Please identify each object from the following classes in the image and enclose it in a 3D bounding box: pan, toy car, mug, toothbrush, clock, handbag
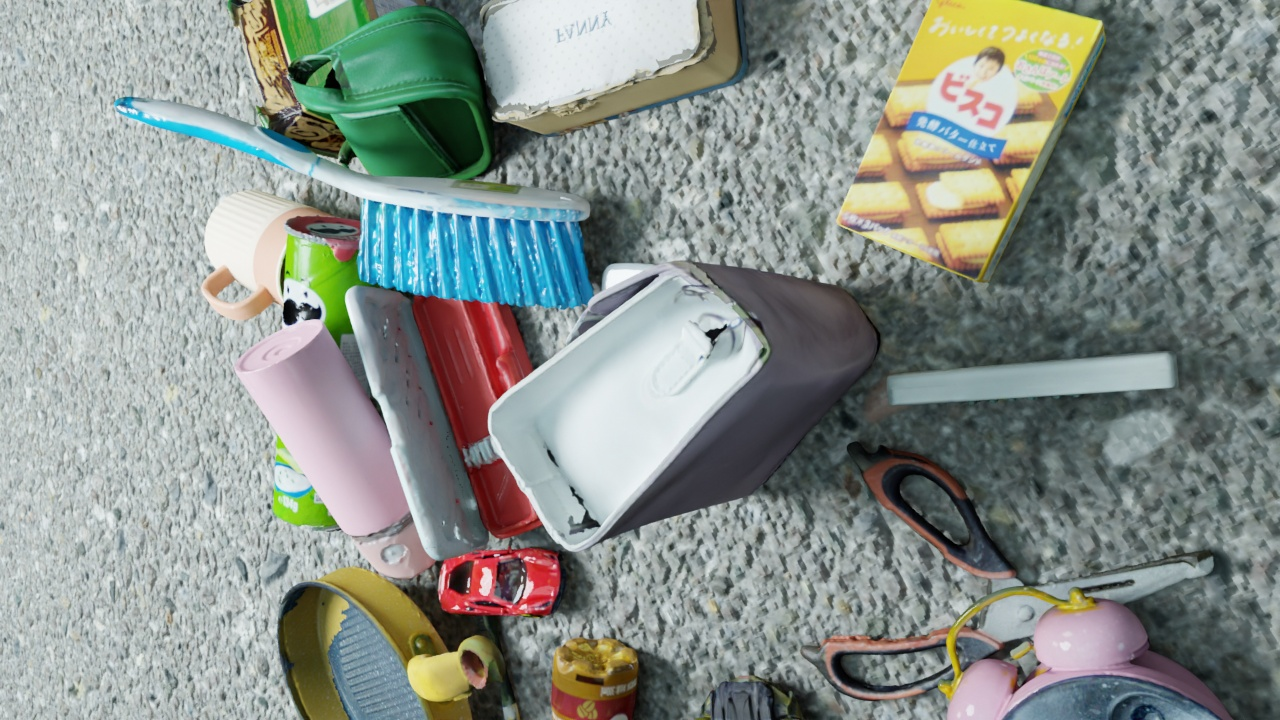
[{"bbox_3d":[-0.166,0.223,0.628,0.359,0.078,0.197,-34,83,42],"label":"pan"},{"bbox_3d":[0.075,0.273,0.557,0.070,0.042,0.158,-11,85,31],"label":"toy car"},{"bbox_3d":[-0.296,-0.078,0.735,0.106,0.114,0.082,22,146,31],"label":"mug"},{"bbox_3d":[-0.096,0.270,0.677,0.017,0.012,0.185,-20,81,36],"label":"toothbrush"},{"bbox_3d":[0.220,0.182,0.448,0.158,0.059,0.117,46,116,12],"label":"clock"},{"bbox_3d":[0.036,0.013,0.485,0.145,0.196,0.098,-41,72,24],"label":"handbag"},{"bbox_3d":[-0.164,-0.174,0.629,0.120,0.131,0.068,-13,77,-5],"label":"handbag"},{"bbox_3d":[-0.101,0.159,0.660,0.106,0.031,0.049,-7,68,29],"label":"toy car"}]

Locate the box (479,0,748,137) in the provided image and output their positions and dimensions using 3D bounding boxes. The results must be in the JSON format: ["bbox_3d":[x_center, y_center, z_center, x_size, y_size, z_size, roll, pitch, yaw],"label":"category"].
[{"bbox_3d":[-0.016,-0.208,0.591,0.185,0.061,0.090,-5,89,29],"label":"box"}]

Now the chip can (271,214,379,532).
[{"bbox_3d":[-0.240,0.013,0.701,0.072,0.072,0.236,21,112,29],"label":"chip can"}]

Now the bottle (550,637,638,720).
[{"bbox_3d":[-0.035,0.279,0.615,0.058,0.057,0.175,6,95,31],"label":"bottle"}]

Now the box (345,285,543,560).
[{"bbox_3d":[-0.133,0.032,0.642,0.095,0.101,0.201,-26,78,29],"label":"box"}]

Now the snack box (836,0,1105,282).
[{"bbox_3d":[0.175,-0.121,0.494,0.087,0.033,0.140,29,104,27],"label":"snack box"}]

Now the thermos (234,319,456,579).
[{"bbox_3d":[-0.198,0.066,0.657,0.087,0.067,0.199,-23,116,4],"label":"thermos"}]

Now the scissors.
[{"bbox_3d":[0.188,0.136,0.500,0.222,0.015,0.189,37,111,22],"label":"scissors"}]

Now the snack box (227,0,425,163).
[{"bbox_3d":[-0.214,-0.227,0.678,0.106,0.117,0.118,-24,81,25],"label":"snack box"}]

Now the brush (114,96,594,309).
[{"bbox_3d":[-0.183,-0.103,0.604,0.314,0.060,0.110,6,115,1],"label":"brush"}]

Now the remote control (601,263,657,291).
[{"bbox_3d":[-0.004,0.004,0.610,0.056,0.020,0.136,7,95,32],"label":"remote control"}]

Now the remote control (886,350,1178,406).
[{"bbox_3d":[0.197,0.010,0.470,0.135,0.056,0.019,-6,88,30],"label":"remote control"}]
